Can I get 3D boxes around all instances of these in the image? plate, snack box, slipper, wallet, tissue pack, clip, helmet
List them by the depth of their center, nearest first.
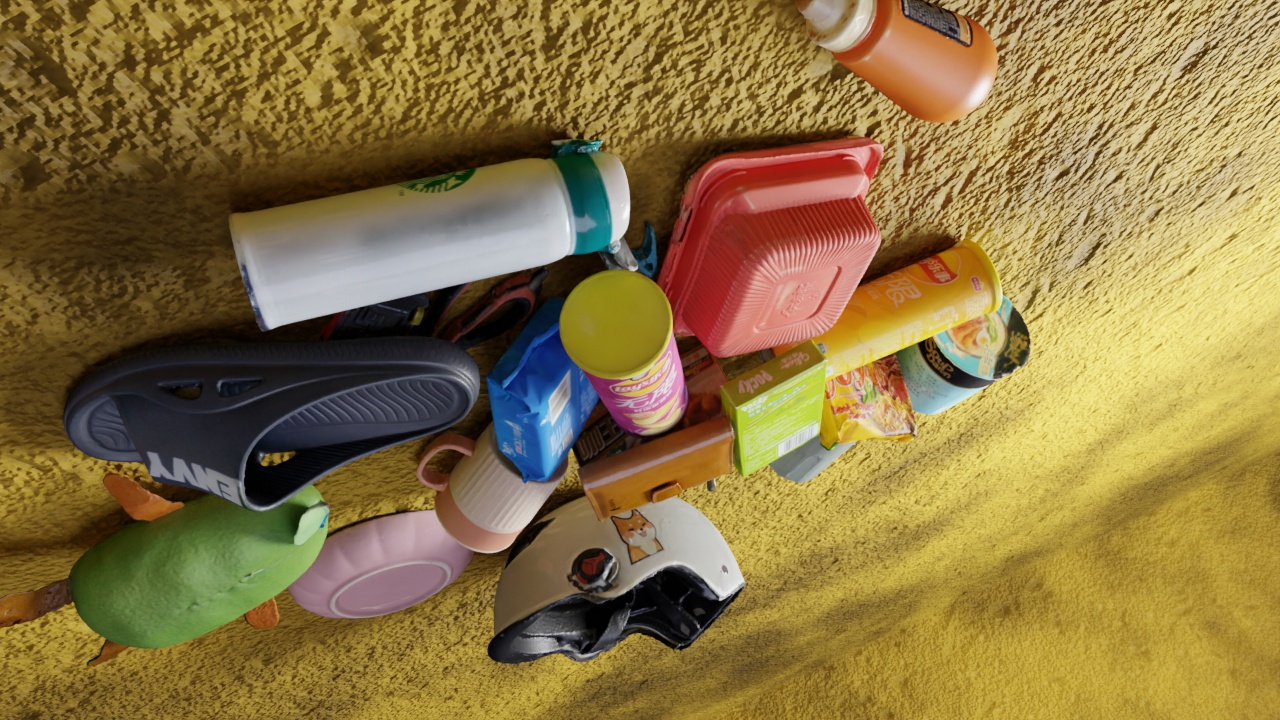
[{"bbox_3d":[-0.238,0.044,0.595,0.268,0.083,0.111,-7,146,-5],"label":"slipper"},{"bbox_3d":[-0.019,-0.078,0.614,0.026,0.058,0.042,14,131,-42],"label":"clip"},{"bbox_3d":[0.001,-0.077,0.673,0.033,0.013,0.054,-27,149,4],"label":"clip"},{"bbox_3d":[-0.075,0.025,0.711,0.094,0.052,0.157,-56,163,-30],"label":"tissue pack"},{"bbox_3d":[0.115,0.045,0.786,0.085,0.026,0.156,-28,152,-6],"label":"snack box"},{"bbox_3d":[0.017,0.095,0.788,0.130,0.035,0.119,-20,151,-3],"label":"wallet"},{"bbox_3d":[0.011,0.053,0.824,0.154,0.075,0.026,-29,154,7],"label":"snack box"},{"bbox_3d":[-0.256,0.216,0.929,0.192,0.039,0.193,-18,150,-11],"label":"plate"},{"bbox_3d":[-0.033,0.220,0.982,0.274,0.156,0.231,-5,148,-11],"label":"helmet"}]

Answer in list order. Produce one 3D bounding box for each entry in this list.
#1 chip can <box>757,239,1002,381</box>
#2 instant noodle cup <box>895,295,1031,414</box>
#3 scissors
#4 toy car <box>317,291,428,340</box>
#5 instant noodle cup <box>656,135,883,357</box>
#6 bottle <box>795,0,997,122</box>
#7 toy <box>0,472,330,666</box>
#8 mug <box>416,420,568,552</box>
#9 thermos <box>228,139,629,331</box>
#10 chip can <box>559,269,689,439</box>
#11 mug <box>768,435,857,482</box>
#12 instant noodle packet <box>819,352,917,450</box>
[{"bbox_3d":[0.214,-0.036,0.832,0.213,0.072,0.072,-24,150,-2],"label":"chip can"},{"bbox_3d":[0.313,-0.005,0.935,0.111,0.111,0.121,-12,157,-21],"label":"instant noodle cup"},{"bbox_3d":[-0.147,-0.007,0.675,0.206,0.015,0.202,-20,150,-8],"label":"scissors"},{"bbox_3d":[-0.176,-0.026,0.603,0.049,0.031,0.107,13,143,-31],"label":"toy car"},{"bbox_3d":[0.098,-0.071,0.686,0.164,0.079,0.189,-14,148,-24],"label":"instant noodle cup"},{"bbox_3d":[0.151,-0.193,0.555,0.149,0.066,0.067,11,135,-35],"label":"bottle"},{"bbox_3d":[-0.356,0.163,0.725,0.246,0.090,0.227,-25,140,-7],"label":"toy"},{"bbox_3d":[-0.135,0.100,0.804,0.114,0.081,0.106,27,126,-18],"label":"mug"},{"bbox_3d":[-0.115,-0.078,0.538,0.224,0.073,0.073,-15,149,-16],"label":"thermos"},{"bbox_3d":[-0.004,0.004,0.669,0.071,0.071,0.210,-24,163,0],"label":"chip can"},{"bbox_3d":[0.166,0.063,0.964,0.124,0.083,0.104,20,135,-16],"label":"mug"},{"bbox_3d":[0.211,0.031,0.899,0.128,0.110,0.044,-1,157,-35],"label":"instant noodle packet"}]
